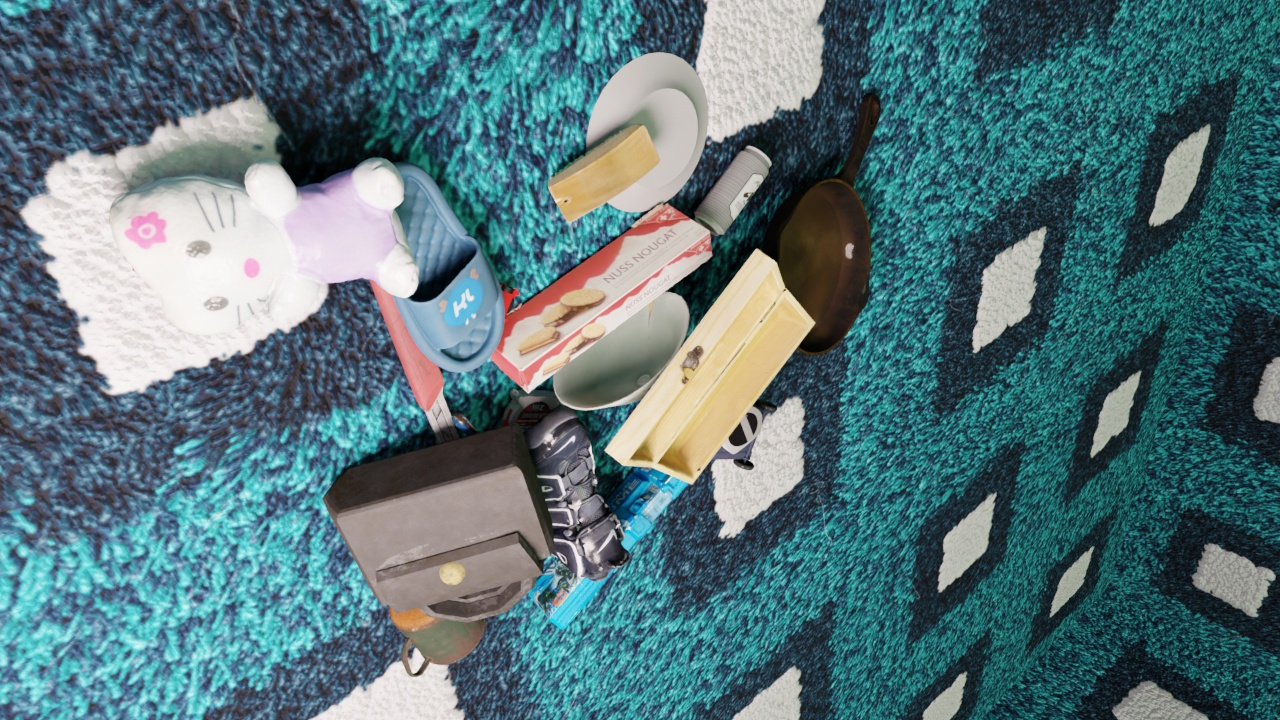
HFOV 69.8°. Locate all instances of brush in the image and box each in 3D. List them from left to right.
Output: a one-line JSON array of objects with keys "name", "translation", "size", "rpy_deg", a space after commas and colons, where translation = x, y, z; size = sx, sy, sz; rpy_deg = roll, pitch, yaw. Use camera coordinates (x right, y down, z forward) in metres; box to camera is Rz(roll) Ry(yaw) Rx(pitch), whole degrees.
[{"name": "brush", "translation": [-0.040, -0.194, 0.937], "size": [0.117, 0.039, 0.049], "rpy_deg": [-33, 132, -3]}]

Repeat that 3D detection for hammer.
[{"name": "hammer", "translation": [-0.219, 0.010, 0.913], "size": [0.126, 0.036, 0.316], "rpy_deg": [-31, 132, -23]}]

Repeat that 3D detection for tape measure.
[{"name": "tape measure", "translation": [-0.127, 0.062, 1.040], "size": [0.060, 0.020, 0.062], "rpy_deg": [3, 112, -45]}, {"name": "tape measure", "translation": [0.125, 0.081, 1.161], "size": [0.064, 0.017, 0.065], "rpy_deg": [-38, 132, -15]}]

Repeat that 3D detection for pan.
[{"name": "pan", "translation": [0.245, -0.183, 1.204], "size": [0.248, 0.043, 0.355], "rpy_deg": [24, 82, -48]}]

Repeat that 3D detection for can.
[{"name": "can", "translation": [0.109, -0.201, 1.089], "size": [0.106, 0.044, 0.044], "rpy_deg": [-54, 139, -4]}]

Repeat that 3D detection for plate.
[{"name": "plate", "translation": [0.017, -0.242, 0.993], "size": [0.172, 0.019, 0.173], "rpy_deg": [-23, 128, -33]}]

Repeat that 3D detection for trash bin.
[{"name": "trash bin", "translation": [0.087, 0.083, 1.205], "size": [0.160, 0.092, 0.094], "rpy_deg": [5, 110, -44]}]

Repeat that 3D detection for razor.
[{"name": "razor", "translation": [-0.152, 0.104, 0.966], "size": [0.018, 0.044, 0.141], "rpy_deg": [-48, 122, -25]}]

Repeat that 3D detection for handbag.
[{"name": "handbag", "translation": [-0.188, 0.191, 0.930], "size": [0.197, 0.102, 0.199], "rpy_deg": [-16, 122, 1]}]

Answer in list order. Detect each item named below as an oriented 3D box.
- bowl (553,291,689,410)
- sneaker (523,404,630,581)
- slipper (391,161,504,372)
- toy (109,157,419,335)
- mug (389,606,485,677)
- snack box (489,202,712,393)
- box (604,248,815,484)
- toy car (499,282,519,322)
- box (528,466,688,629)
[{"name": "bowl", "translation": [-0.006, 0.006, 1.002], "size": [0.174, 0.174, 0.068], "rpy_deg": [-45, 124, -14]}, {"name": "sneaker", "translation": [-0.070, 0.170, 1.036], "size": [0.097, 0.151, 0.253], "rpy_deg": [-35, 147, -27]}, {"name": "slipper", "translation": [-0.179, -0.083, 0.836], "size": [0.103, 0.059, 0.214], "rpy_deg": [-45, 132, -29]}, {"name": "toy", "translation": [-0.287, -0.097, 0.715], "size": [0.209, 0.085, 0.138], "rpy_deg": [-13, 128, -15]}, {"name": "mug", "translation": [-0.234, 0.294, 1.023], "size": [0.110, 0.085, 0.081], "rpy_deg": [-61, 143, -34]}, {"name": "snack box", "translation": [-0.043, -0.075, 0.996], "size": [0.272, 0.076, 0.044], "rpy_deg": [-38, 145, -20]}, {"name": "box", "translation": [0.080, 0.015, 1.004], "size": [0.247, 0.076, 0.257], "rpy_deg": [-54, 163, 2]}, {"name": "toy car", "translation": [-0.164, -0.067, 0.922], "size": [0.089, 0.025, 0.038], "rpy_deg": [19, 97, -50]}, {"name": "box", "translation": [-0.044, 0.232, 1.205], "size": [0.243, 0.075, 0.167], "rpy_deg": [-48, 173, -11]}]
